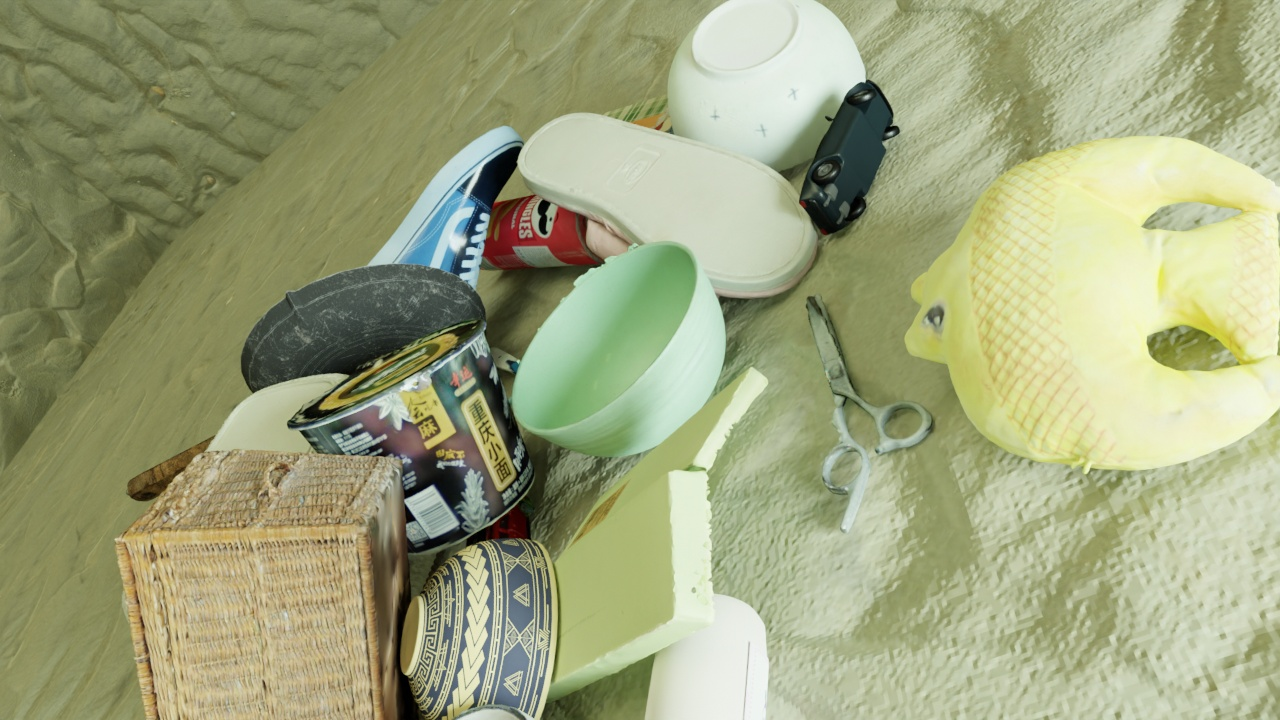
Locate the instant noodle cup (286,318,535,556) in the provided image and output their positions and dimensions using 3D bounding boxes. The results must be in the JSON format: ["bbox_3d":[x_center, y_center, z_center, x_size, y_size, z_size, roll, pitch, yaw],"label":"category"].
[{"bbox_3d":[-0.139,0.053,0.597,0.137,0.112,0.137,-23,15,7],"label":"instant noodle cup"}]

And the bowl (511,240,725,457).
[{"bbox_3d":[-0.003,0.003,0.585,0.151,0.077,0.150,-31,34,23],"label":"bowl"}]

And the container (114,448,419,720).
[{"bbox_3d":[-0.187,0.152,0.494,0.112,0.198,0.113,-1,14,-5],"label":"container"}]

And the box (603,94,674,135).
[{"bbox_3d":[0.009,-0.185,0.823,0.206,0.050,0.117,6,57,55],"label":"box"}]

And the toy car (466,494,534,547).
[{"bbox_3d":[-0.093,0.119,0.602,0.042,0.036,0.091,-37,25,13],"label":"toy car"}]

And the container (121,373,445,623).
[{"bbox_3d":[-0.245,0.129,0.668,0.185,0.143,0.245,-10,44,27],"label":"container"}]

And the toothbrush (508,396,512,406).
[{"bbox_3d":[-0.064,-0.004,0.703,0.180,0.016,0.017,-45,20,-20],"label":"toothbrush"}]

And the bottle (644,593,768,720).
[{"bbox_3d":[0.024,0.170,0.378,0.051,0.051,0.145,-24,37,33],"label":"bottle"}]

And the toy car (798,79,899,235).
[{"bbox_3d":[0.137,-0.135,0.609,0.034,0.046,0.112,0,54,48],"label":"toy car"}]

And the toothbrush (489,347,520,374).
[{"bbox_3d":[-0.094,0.012,0.749,0.016,0.017,0.189,-42,27,-15],"label":"toothbrush"}]

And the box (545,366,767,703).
[{"bbox_3d":[-0.008,0.091,0.461,0.188,0.044,0.140,-46,17,53],"label":"box"}]

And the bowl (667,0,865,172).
[{"bbox_3d":[0.088,-0.220,0.691,0.154,0.073,0.153,-10,58,17],"label":"bowl"}]

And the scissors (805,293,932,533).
[{"bbox_3d":[0.102,0.020,0.498,0.095,0.014,0.170,-44,33,2],"label":"scissors"}]

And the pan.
[{"bbox_3d":[-0.288,0.038,0.773,0.357,0.207,0.040,-31,61,7],"label":"pan"}]

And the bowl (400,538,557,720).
[{"bbox_3d":[-0.093,0.149,0.491,0.112,0.061,0.112,-168,90,-67],"label":"bowl"}]

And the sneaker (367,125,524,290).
[{"bbox_3d":[-0.166,-0.092,0.824,0.241,0.098,0.083,-50,-8,2],"label":"sneaker"}]

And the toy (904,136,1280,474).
[{"bbox_3d":[0.191,-0.027,0.401,0.155,0.064,0.170,-3,57,34],"label":"toy"}]

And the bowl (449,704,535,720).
[{"bbox_3d":[-0.064,0.223,0.410,0.117,0.065,0.116,-31,34,23],"label":"bowl"}]

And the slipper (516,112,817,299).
[{"bbox_3d":[0.014,-0.113,0.677,0.274,0.054,0.114,34,72,35],"label":"slipper"}]

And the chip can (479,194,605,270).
[{"bbox_3d":[-0.089,-0.119,0.843,0.233,0.073,0.073,5,57,54],"label":"chip can"}]
